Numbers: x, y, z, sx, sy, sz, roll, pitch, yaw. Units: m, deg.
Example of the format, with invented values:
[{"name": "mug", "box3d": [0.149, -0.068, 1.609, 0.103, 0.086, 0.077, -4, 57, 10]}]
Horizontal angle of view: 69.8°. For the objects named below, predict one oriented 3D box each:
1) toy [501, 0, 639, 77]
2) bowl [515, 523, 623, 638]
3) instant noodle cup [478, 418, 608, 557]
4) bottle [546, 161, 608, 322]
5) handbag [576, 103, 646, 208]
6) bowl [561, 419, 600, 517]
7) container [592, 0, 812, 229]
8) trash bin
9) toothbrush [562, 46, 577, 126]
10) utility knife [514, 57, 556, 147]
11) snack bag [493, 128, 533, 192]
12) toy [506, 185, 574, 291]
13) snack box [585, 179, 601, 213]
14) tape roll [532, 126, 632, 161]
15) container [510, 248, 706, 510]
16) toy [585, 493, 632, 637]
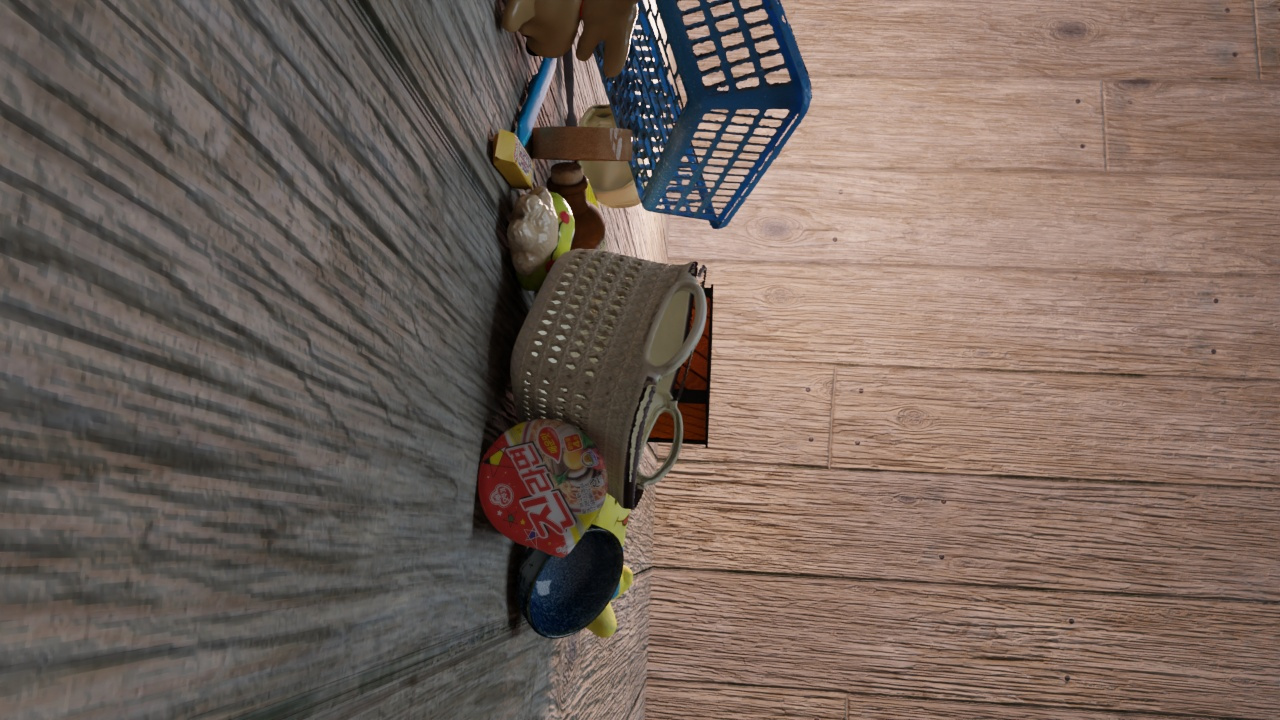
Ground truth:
[{"name": "toy", "box3d": [-0.057, -0.294, 0.768, 0.106, 0.108, 0.133, 123, -23, -53]}, {"name": "bowl", "box3d": [-0.077, 0.199, 0.877, 0.114, 0.061, 0.114, -21, 124, -36]}, {"name": "instant noodle cup", "box3d": [-0.080, 0.109, 0.759, 0.112, 0.100, 0.100, 104, -10, -73]}, {"name": "bottle", "box3d": [-0.067, -0.116, 0.893, 0.067, 0.068, 0.157, -81, 171, -54]}, {"name": "handbag", "box3d": [-0.038, -0.254, 1.149, 0.119, 0.081, 0.111, 4, 81, -83]}, {"name": "bowl", "box3d": [-0.073, 0.126, 0.954, 0.145, 0.063, 0.145, 4, 88, -84]}, {"name": "container", "box3d": [0.019, -0.324, 0.853, 0.258, 0.089, 0.362, 127, -52, -69]}, {"name": "trash bin", "box3d": [-0.006, 0.006, 1.045, 0.140, 0.172, 0.139, 82, 12, -64]}, {"name": "toothbrush", "box3d": [-0.078, -0.319, 0.996, 0.013, 0.013, 0.168, -95, -177, -56]}, {"name": "utility knife", "box3d": [-0.096, -0.234, 0.820, 0.031, 0.015, 0.174, 83, 11, -45]}, {"name": "snack bag", "box3d": [-0.102, -0.161, 0.745, 0.099, 0.020, 0.026, 55, 37, -82]}, {"name": "toy", "box3d": [-0.087, -0.107, 0.788, 0.118, 0.043, 0.092, 56, 50, -76]}, {"name": "snack box", "box3d": [-0.068, -0.163, 1.017, 0.148, 0.040, 0.029, 62, 31, -80]}, {"name": "tape roll", "box3d": [-0.054, -0.201, 0.856, 0.094, 0.094, 0.027, -64, 155, -78]}, {"name": "container", "box3d": [-0.024, 0.015, 0.818, 0.252, 0.143, 0.184, 94, 15, -62]}, {"name": "toy", "box3d": [-0.055, 0.203, 1.101, 0.148, 0.084, 0.214, -53, 142, -76]}]
